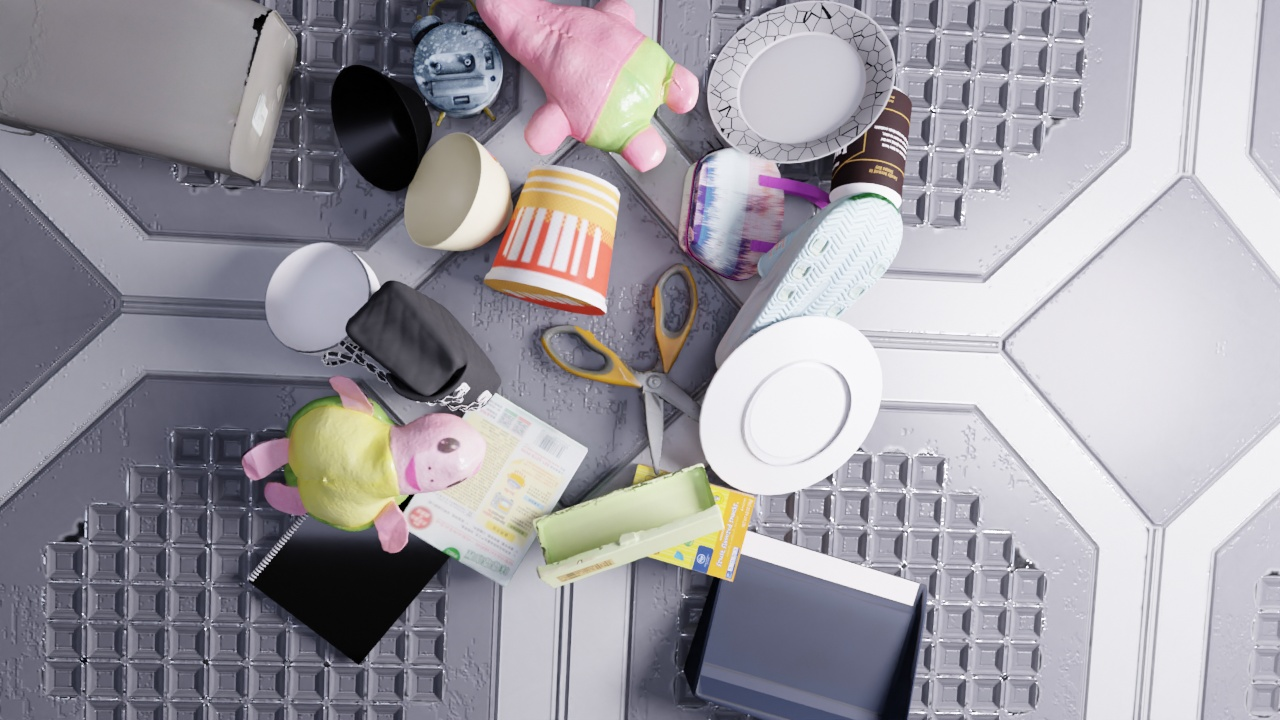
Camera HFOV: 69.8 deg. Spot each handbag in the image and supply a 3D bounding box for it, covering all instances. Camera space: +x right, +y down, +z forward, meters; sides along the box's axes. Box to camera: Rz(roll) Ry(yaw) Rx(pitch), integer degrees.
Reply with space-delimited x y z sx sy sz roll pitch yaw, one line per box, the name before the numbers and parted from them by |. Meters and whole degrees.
handbag | -0.213 0.007 0.884 0.125 0.154 0.114 44 86 9
handbag | 0.131 -0.153 0.960 0.170 0.068 0.144 6 94 -11

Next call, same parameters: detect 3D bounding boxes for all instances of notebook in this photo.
notebook | -0.289 0.196 0.970 0.149 0.016 0.206 40 90 -6

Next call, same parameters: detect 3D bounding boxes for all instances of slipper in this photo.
slipper | 0.158 -0.076 0.931 0.104 0.074 0.246 18 122 -33

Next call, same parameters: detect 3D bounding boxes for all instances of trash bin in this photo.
trash bin | -0.458 -0.276 0.849 0.220 0.197 0.197 16 93 -12

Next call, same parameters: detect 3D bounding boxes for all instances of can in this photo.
can | 0.235 -0.213 0.939 0.072 0.072 0.128 11 76 -5

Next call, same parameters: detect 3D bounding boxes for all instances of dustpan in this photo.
dustpan | 0.172 0.347 0.979 0.236 0.080 0.273 18 92 -5

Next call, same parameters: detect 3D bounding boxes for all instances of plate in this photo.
plate | 0.161 0.053 0.948 0.208 0.015 0.209 -8 117 -16
plate | 0.162 -0.282 0.937 0.189 0.016 0.188 -6 70 17

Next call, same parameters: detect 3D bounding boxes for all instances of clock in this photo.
clock | -0.184 -0.305 0.927 0.090 0.052 0.129 -6 95 -4

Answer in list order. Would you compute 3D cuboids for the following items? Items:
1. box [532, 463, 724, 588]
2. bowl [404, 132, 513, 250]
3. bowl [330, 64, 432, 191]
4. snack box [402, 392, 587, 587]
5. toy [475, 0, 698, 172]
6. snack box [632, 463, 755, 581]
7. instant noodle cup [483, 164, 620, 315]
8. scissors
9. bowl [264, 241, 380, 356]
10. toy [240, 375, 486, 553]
box | -0.015 0.159 0.920 0.188 0.092 0.083 -19 62 -1
bowl | -0.171 -0.159 0.922 0.074 0.118 0.118 19 92 -47
bowl | -0.246 -0.236 0.915 0.052 0.124 0.124 -37 97 -43
snack box | -0.154 0.130 0.960 0.132 0.027 0.168 32 83 -7
toy | -0.061 -0.292 0.912 0.236 0.097 0.191 33 76 -9
snack box | 0.047 0.169 0.965 0.126 0.040 0.088 16 87 5
instant noodle cup | -0.081 -0.121 0.918 0.123 0.123 0.121 15 85 -5
scissors | -0.004 0.006 0.962 0.225 0.016 0.225 3 82 2
bowl | -0.309 -0.056 0.920 0.113 0.063 0.113 -3 78 12
toy | -0.273 0.099 0.904 0.238 0.087 0.190 -11 104 9
